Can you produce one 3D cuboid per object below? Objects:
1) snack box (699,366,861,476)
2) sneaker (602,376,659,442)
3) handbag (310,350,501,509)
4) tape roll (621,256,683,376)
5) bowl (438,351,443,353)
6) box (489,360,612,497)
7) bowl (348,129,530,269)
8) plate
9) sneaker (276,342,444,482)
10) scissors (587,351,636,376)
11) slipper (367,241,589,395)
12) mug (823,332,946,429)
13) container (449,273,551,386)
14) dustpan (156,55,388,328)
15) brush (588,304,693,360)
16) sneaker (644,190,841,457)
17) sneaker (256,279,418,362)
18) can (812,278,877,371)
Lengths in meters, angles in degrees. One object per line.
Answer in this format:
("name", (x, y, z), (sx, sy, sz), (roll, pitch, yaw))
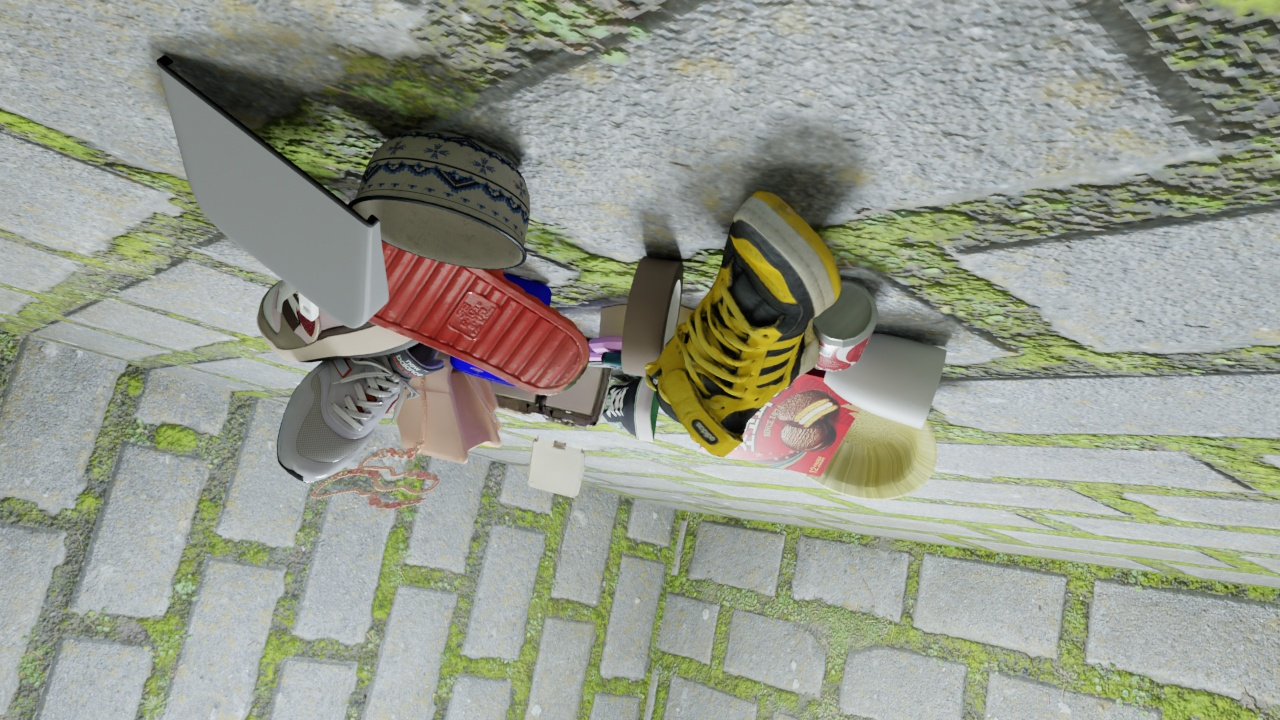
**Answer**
("snack box", (0.143, 0.048, 0.931), (0.132, 0.035, 0.152), (12, 138, -3))
("sneaker", (-0.014, 0.060, 1.194), (0.079, 0.084, 0.235), (12, 171, 1))
("handbag", (-0.256, 0.065, 0.979), (0.186, 0.117, 0.199), (-26, -161, -36))
("tape roll", (0.010, -0.033, 0.719), (0.030, 0.093, 0.094), (10, 168, 8))
("bowl", (-0.253, -0.009, 1.137), (0.145, 0.067, 0.145), (11, 168, 2))
("box", (-0.115, 0.059, 1.065), (0.143, 0.181, 0.081), (14, 175, 4))
("bowl", (-0.124, -0.107, 0.593), (0.115, 0.059, 0.115), (11, 168, 2))
("plate", (0.229, 0.070, 0.985), (0.184, 0.036, 0.185), (20, 136, 20))
("sneaker", (-0.259, 0.011, 0.912), (0.125, 0.239, 0.089), (-13, 132, 44))
("scissors", (0.000, 0.007, 0.876), (0.135, 0.019, 0.130), (13, 168, 4))
("slipper", (-0.154, -0.057, 0.771), (0.248, 0.104, 0.059), (28, -154, -18))
("mug", (0.213, 0.008, 0.809), (0.089, 0.071, 0.107), (18, -163, 13))
("container", (-0.137, -0.031, 0.895), (0.085, 0.084, 0.114), (15, 166, -8))
("dustpan", (-0.250, -0.085, 0.657), (0.163, 0.033, 0.258), (38, 150, 2))
("brush", (-0.023, -0.021, 0.923), (0.229, 0.043, 0.089), (1, 164, 40))
("sneaker", (0.060, -0.015, 0.616), (0.086, 0.122, 0.239), (45, 172, 21))
("sneaker", (-0.312, -0.071, 0.886), (0.294, 0.111, 0.116), (4, 140, 45))
("can", (0.153, -0.025, 0.717), (0.054, 0.054, 0.096), (10, 168, 9))
